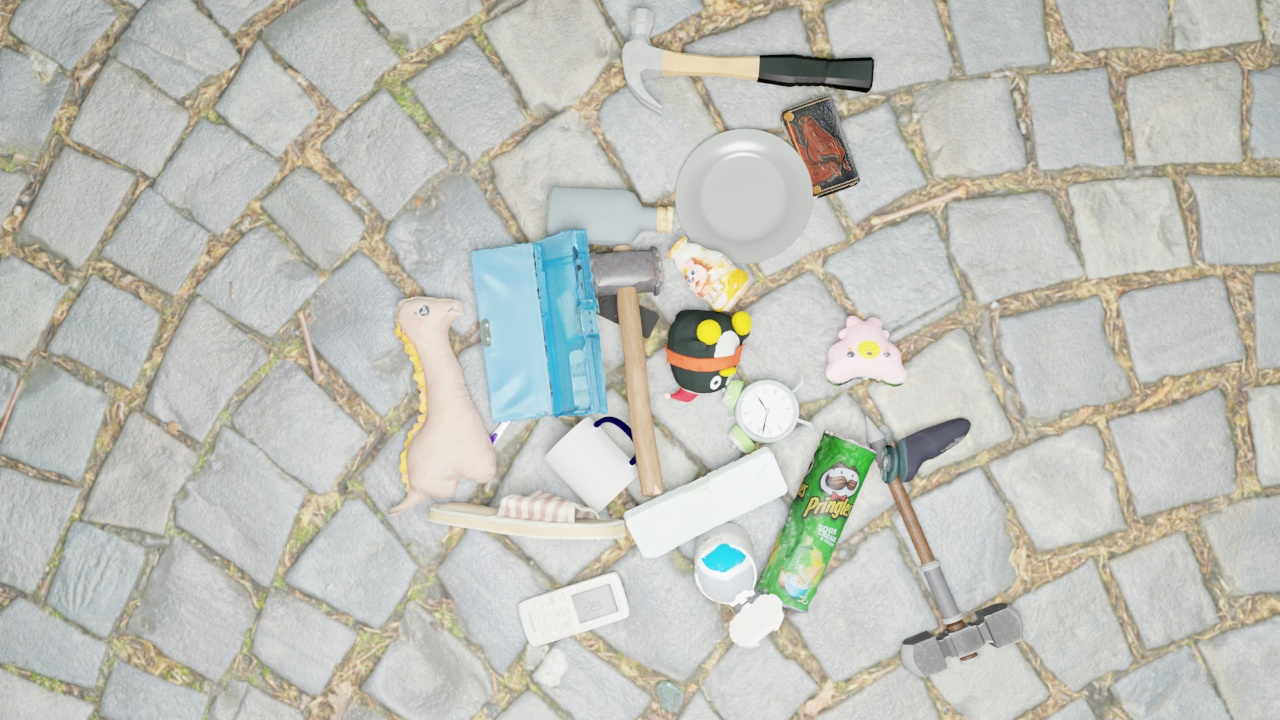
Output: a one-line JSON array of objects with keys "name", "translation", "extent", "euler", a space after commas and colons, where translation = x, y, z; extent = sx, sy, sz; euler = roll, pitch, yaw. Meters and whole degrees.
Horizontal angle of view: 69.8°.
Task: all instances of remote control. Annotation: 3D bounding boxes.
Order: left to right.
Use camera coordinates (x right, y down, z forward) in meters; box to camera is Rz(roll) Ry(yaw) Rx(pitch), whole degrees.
[{"name": "remote control", "translation": [-0.085, 0.317, 1.171], "extent": [0.138, 0.025, 0.060], "euler": [-18, 85, 1]}, {"name": "remote control", "translation": [-0.049, -0.076, 1.205], "extent": [0.150, 0.013, 0.034], "euler": [26, 87, 4]}]

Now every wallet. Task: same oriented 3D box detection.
[{"name": "wallet", "translation": [0.236, -0.279, 1.205], "extent": [0.072, 0.019, 0.123], "euler": [-19, 85, 5]}]

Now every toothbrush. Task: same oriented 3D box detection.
[{"name": "toothbrush", "translation": [-0.162, 0.062, 1.199], "extent": [0.016, 0.015, 0.186], "euler": [35, 88, 5]}]

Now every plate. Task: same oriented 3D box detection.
[{"name": "plate", "translation": [0.135, -0.214, 1.204], "extent": [0.178, 0.012, 0.178], "euler": [0, 87, 6]}]

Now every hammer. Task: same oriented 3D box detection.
[{"name": "hammer", "translation": [-0.007, 0.007, 1.138], "extent": [0.098, 0.052, 0.328], "euler": [-4, 71, -5]}, {"name": "hammer", "translation": [0.140, -0.385, 1.210], "extent": [0.328, 0.039, 0.131], "euler": [4, 87, 2]}, {"name": "hammer", "translation": [0.349, 0.222, 1.155], "extent": [0.156, 0.043, 0.322], "euler": [-22, 83, 1]}]

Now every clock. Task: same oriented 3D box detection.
[{"name": "clock", "translation": [0.153, 0.067, 1.171], "extent": [0.119, 0.042, 0.094], "euler": [-9, 84, 1]}]

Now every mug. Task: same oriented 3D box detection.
[{"name": "mug", "translation": [-0.049, 0.121, 1.151], "extent": [0.097, 0.078, 0.112], "euler": [46, 112, 5]}]

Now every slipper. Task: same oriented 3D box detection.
[{"name": "slipper", "translation": [-0.142, 0.185, 1.118], "extent": [0.263, 0.115, 0.052], "euler": [1, 84, 25]}]

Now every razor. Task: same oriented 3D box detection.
[{"name": "razor", "translation": [0.357, 0.109, 1.145], "extent": [0.142, 0.047, 0.052], "euler": [-22, 51, -19]}]

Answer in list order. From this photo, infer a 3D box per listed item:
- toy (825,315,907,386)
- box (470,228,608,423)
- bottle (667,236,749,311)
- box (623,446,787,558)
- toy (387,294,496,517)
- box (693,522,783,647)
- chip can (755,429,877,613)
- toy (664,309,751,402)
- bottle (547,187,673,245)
[{"name": "toy", "translation": [0.287, -0.011, 1.167], "extent": [0.102, 0.050, 0.093], "euler": [4, 81, 0]}, {"name": "box", "translation": [-0.122, -0.041, 1.170], "extent": [0.173, 0.066, 0.232], "euler": [-6, 90, 27]}, {"name": "bottle", "translation": [0.085, -0.113, 1.177], "extent": [0.108, 0.063, 0.063], "euler": [40, 88, 5]}, {"name": "box", "translation": [0.078, 0.169, 1.147], "extent": [0.199, 0.096, 0.086], "euler": [-24, 111, 1]}, {"name": "toy", "translation": [-0.281, 0.051, 1.183], "extent": [0.196, 0.065, 0.264], "euler": [-25, 82, 0]}, {"name": "box", "translation": [0.115, 0.265, 1.103], "extent": [0.084, 0.159, 0.118], "euler": [-30, 92, 7]}, {"name": "chip can", "translation": [0.217, 0.201, 1.143], "extent": [0.075, 0.075, 0.223], "euler": [24, 88, 4]}, {"name": "toy", "translation": [0.080, -0.005, 1.156], "extent": [0.100, 0.097, 0.119], "euler": [19, 116, 44]}, {"name": "bottle", "translation": [-0.038, -0.187, 1.197], "extent": [0.161, 0.046, 0.072], "euler": [3, 86, 3]}]
